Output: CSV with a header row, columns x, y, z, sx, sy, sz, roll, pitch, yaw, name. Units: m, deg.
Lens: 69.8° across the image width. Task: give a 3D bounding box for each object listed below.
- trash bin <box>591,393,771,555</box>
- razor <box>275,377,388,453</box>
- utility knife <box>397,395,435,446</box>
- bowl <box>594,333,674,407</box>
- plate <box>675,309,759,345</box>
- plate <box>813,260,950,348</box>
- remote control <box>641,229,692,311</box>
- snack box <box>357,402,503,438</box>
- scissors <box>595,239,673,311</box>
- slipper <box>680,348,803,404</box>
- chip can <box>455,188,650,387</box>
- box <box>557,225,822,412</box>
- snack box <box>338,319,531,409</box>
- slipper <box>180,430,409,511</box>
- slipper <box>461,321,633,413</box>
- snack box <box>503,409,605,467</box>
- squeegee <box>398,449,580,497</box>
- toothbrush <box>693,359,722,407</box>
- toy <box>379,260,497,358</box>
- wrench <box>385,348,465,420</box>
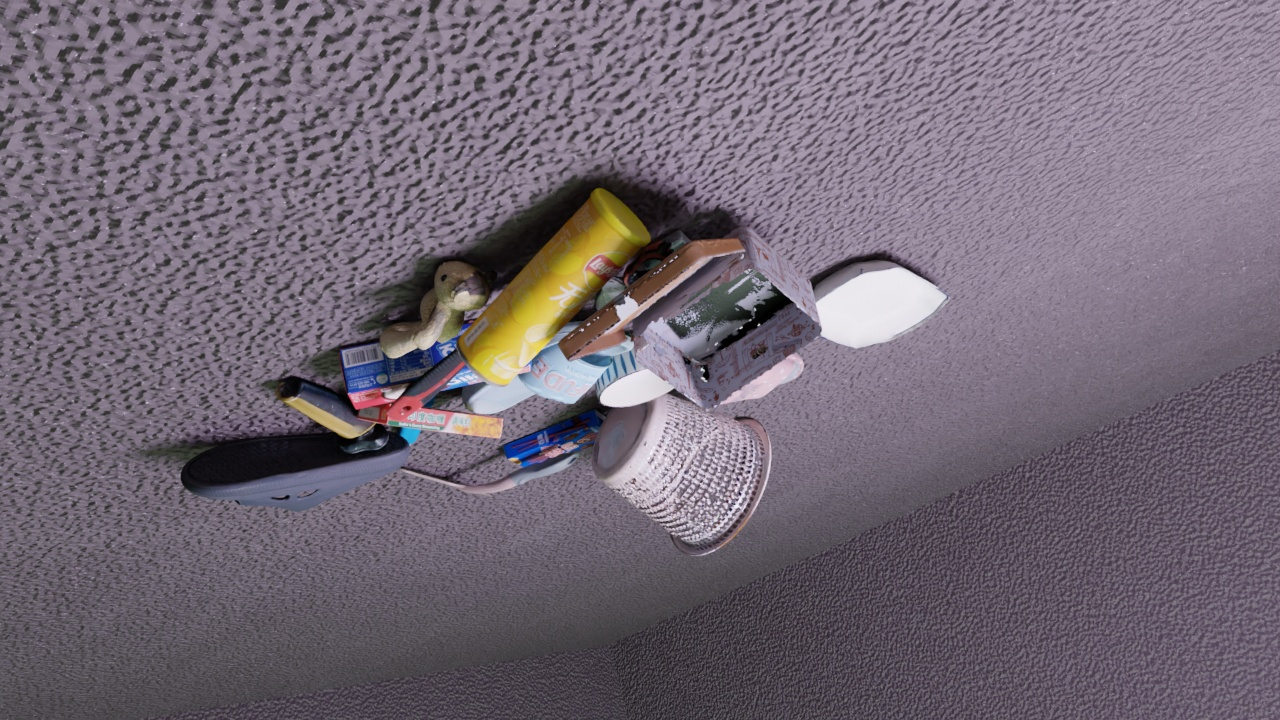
x,y,z,sx,sy,sz,roll,pitch,yaw,name
0.045,0.144,1.338,0.192,0.226,0.228,31,134,-24,trash bin
-0.365,0.065,1.081,0.067,0.062,0.167,-48,150,-4,razor
-0.309,0.093,1.223,0.034,0.018,0.217,-7,153,-28,utility knife
-0.007,0.007,1.184,0.116,0.066,0.117,-15,158,-7,bowl
0.098,-0.049,1.139,0.164,0.034,0.164,-4,165,-28,plate
0.317,-0.080,1.260,0.162,0.034,0.265,-33,152,31,plate
0.061,-0.088,1.018,0.056,0.019,0.135,-31,131,24,remote control
-0.252,0.071,1.107,0.155,0.027,0.077,12,175,-42,snack box
-0.013,-0.086,1.004,0.197,0.015,0.205,-6,153,31,scissors
0.132,0.025,1.337,0.273,0.054,0.114,2,150,-35,slipper
-0.087,-0.068,0.889,0.214,0.072,0.072,-44,149,18,chip can
0.054,-0.053,0.947,0.179,0.125,0.273,-36,150,27,box
-0.225,0.000,1.026,0.207,0.057,0.058,-13,161,-12,snack box
-0.417,0.148,1.134,0.267,0.111,0.083,-7,114,-33,slipper
-0.118,0.020,1.124,0.246,0.074,0.104,-26,155,27,slipper
-0.122,0.124,1.414,0.157,0.026,0.084,-22,156,11,snack box
-0.202,0.177,1.401,0.250,0.040,0.247,-15,157,20,squeegee
0.086,0.023,1.236,0.029,0.020,0.190,-1,156,11,toothbrush
-0.210,-0.049,0.935,0.158,0.066,0.104,-30,-173,36,toy
-0.166,-0.027,0.963,0.274,0.016,0.056,-42,150,11,wrench
